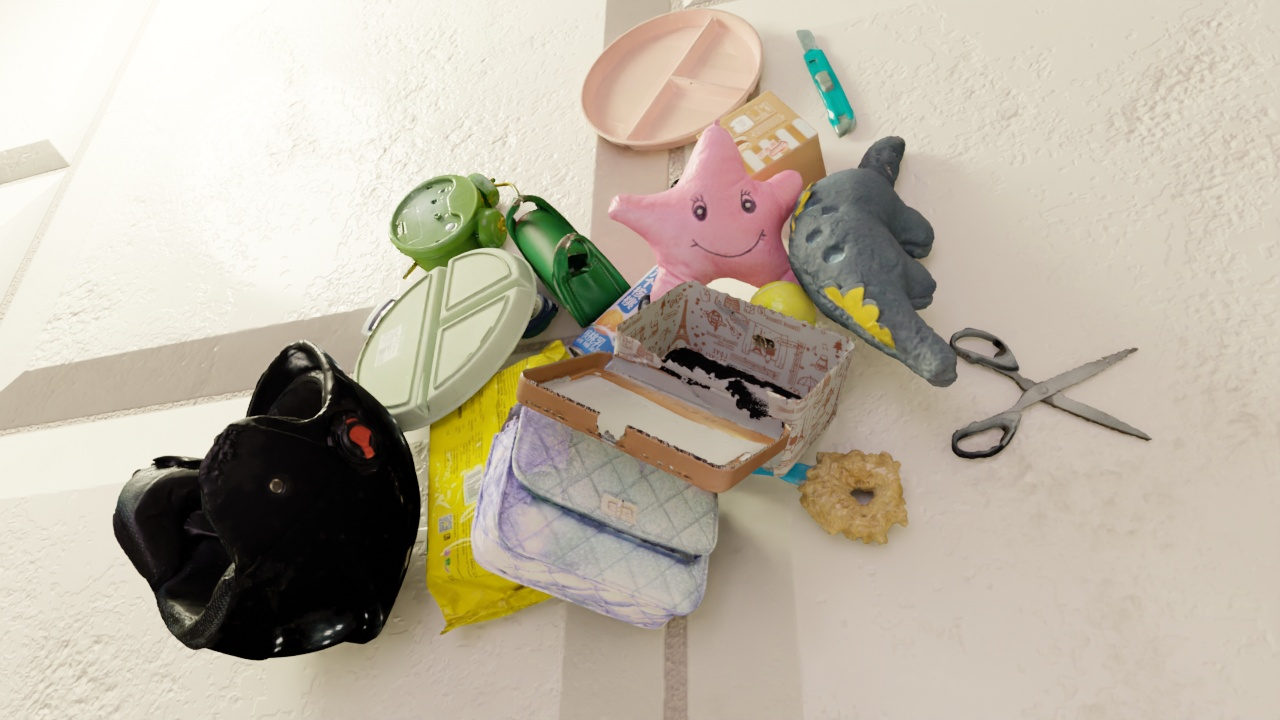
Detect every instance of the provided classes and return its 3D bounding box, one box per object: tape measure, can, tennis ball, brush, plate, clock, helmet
[{"bbox_3d":[-0.120,-0.049,0.979,0.058,0.025,0.054,31,74,38],"label":"tape measure"},{"bbox_3d":[-0.005,-0.039,0.911,0.134,0.053,0.053,-44,54,-10],"label":"can"},{"bbox_3d":[0.130,-0.041,0.852,0.065,0.065,0.065,-10,55,15],"label":"tennis ball"},{"bbox_3d":[0.109,0.096,0.792,0.255,0.046,0.083,10,66,31],"label":"brush"},{"bbox_3d":[-0.204,-0.028,0.928,0.231,0.027,0.229,-24,40,22],"label":"plate"},{"bbox_3d":[-0.215,-0.163,1.071,0.161,0.056,0.116,-23,54,6],"label":"clock"},{"bbox_3d":[0.038,-0.338,1.108,0.230,0.028,0.229,-10,56,15],"label":"plate"},{"bbox_3d":[-0.307,0.127,0.809,0.234,0.230,0.274,-17,49,42],"label":"helmet"}]

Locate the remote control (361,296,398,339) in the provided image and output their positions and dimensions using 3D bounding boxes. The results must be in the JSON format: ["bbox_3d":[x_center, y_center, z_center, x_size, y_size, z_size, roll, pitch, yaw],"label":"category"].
[{"bbox_3d":[-0.244,-0.029,1.016,0.150,0.021,0.058,20,67,30],"label":"remote control"}]

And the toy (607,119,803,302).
[{"bbox_3d":[0.065,-0.137,0.870,0.194,0.074,0.178,-5,95,-12],"label":"toy"}]

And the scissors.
[{"bbox_3d":[0.331,0.030,0.762,0.177,0.014,0.159,28,72,32],"label":"scissors"}]

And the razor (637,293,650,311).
[{"bbox_3d":[-0.005,0.005,0.867,0.043,0.022,0.142,10,76,4],"label":"razor"}]

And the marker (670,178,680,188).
[{"bbox_3d":[0.075,-0.154,0.977,0.022,0.020,0.132,-38,53,-4],"label":"marker"}]

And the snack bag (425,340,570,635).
[{"bbox_3d":[-0.125,0.111,0.831,0.158,0.068,0.246,-24,53,20],"label":"snack bag"}]

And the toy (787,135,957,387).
[{"bbox_3d":[0.203,-0.108,0.833,0.138,0.092,0.355,5,43,5],"label":"toy"}]

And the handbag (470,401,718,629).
[{"bbox_3d":[-0.030,0.124,0.729,0.076,0.193,0.134,-41,32,44],"label":"handbag"}]

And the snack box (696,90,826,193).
[{"bbox_3d":[0.128,-0.208,0.957,0.093,0.077,0.094,-32,52,-2],"label":"snack box"}]

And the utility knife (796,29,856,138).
[{"bbox_3d":[0.207,-0.320,1.039,0.029,0.013,0.192,-19,53,8],"label":"utility knife"}]

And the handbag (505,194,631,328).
[{"bbox_3d":[-0.075,-0.105,0.939,0.068,0.120,0.131,-37,49,-4],"label":"handbag"}]

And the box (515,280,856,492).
[{"bbox_3d":[0.042,0.030,0.735,0.178,0.088,0.261,22,33,24],"label":"box"}]
